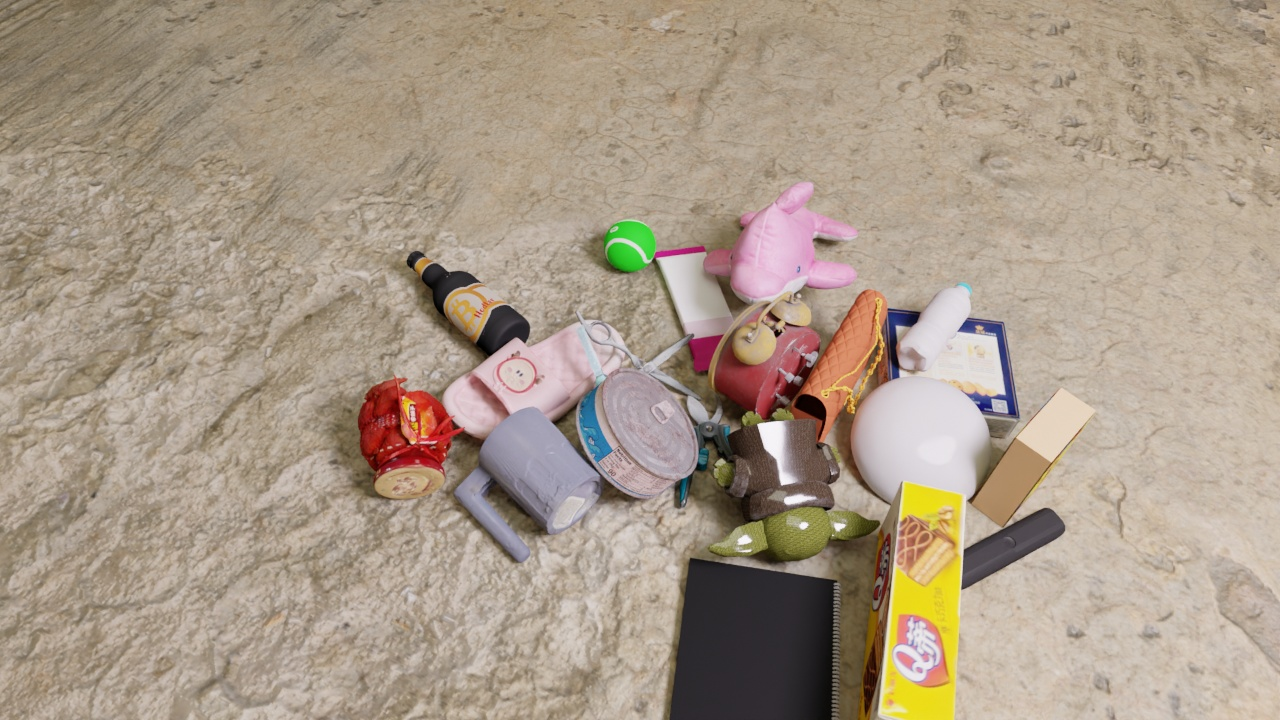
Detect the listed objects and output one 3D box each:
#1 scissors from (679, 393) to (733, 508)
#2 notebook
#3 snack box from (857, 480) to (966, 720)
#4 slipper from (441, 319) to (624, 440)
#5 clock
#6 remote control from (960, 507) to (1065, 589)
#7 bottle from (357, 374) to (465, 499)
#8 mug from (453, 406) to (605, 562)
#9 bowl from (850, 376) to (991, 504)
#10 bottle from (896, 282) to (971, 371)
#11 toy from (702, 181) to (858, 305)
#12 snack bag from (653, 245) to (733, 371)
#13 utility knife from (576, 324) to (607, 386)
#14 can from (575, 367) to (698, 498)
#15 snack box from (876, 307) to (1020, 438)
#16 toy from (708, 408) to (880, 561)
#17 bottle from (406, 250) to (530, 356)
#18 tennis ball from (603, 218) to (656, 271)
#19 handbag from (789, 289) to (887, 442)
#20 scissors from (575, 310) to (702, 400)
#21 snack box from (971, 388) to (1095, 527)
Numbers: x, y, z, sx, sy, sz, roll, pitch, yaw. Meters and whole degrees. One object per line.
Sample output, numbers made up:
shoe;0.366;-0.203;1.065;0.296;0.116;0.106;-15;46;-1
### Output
scissors;0.082;0.102;0.980;0.124;0.019;0.154;24;55;14
notebook;0.107;0.287;0.837;0.149;0.016;0.206;8;51;4
snack box;0.244;0.235;0.826;0.062;0.110;0.229;12;51;9
slipper;-0.111;0.017;1.012;0.221;0.056;0.107;-29;60;-27
clock;0.142;-0.005;0.980;0.081;0.159;0.116;35;57;28
remote control;0.368;0.190;0.931;0.146;0.015;0.033;-21;56;-19
bottle;-0.236;0.073;0.933;0.099;0.099;0.111;-8;57;-10
mug;-0.112;0.125;0.919;0.104;0.084;0.124;41;84;23
bowl;0.300;0.083;0.963;0.149;0.043;0.149;0;73;0
bottle;0.337;-0.042;1.039;0.044;0.044;0.136;32;58;20
toy;0.171;-0.152;1.096;0.187;0.128;0.264;11;28;17
snack bag;0.072;-0.067;1.116;0.070;0.016;0.196;-8;53;-13
utility knife;-0.035;0.035;0.990;0.022;0.015;0.165;-20;79;-13
can;-0.002;0.073;0.936;0.130;0.044;0.129;32;36;-28
snack box;0.349;0.012;1.054;0.144;0.043;0.144;7;51;3
toy;0.141;0.123;0.915;0.179;0.078;0.152;-5;74;-16
bottle;-0.210;-0.073;1.074;0.181;0.059;0.059;38;58;24
tennis ball;-0.013;-0.143;1.139;0.065;0.065;0.065;2;51;-3
handbag;0.219;0.015;1.001;0.060;0.109;0.171;26;54;16
scissors;-0.006;0.003;1.021;0.175;0.014;0.141;34;67;-7
snack box;0.398;0.100;0.934;0.088;0.126;0.040;-37;62;-28
